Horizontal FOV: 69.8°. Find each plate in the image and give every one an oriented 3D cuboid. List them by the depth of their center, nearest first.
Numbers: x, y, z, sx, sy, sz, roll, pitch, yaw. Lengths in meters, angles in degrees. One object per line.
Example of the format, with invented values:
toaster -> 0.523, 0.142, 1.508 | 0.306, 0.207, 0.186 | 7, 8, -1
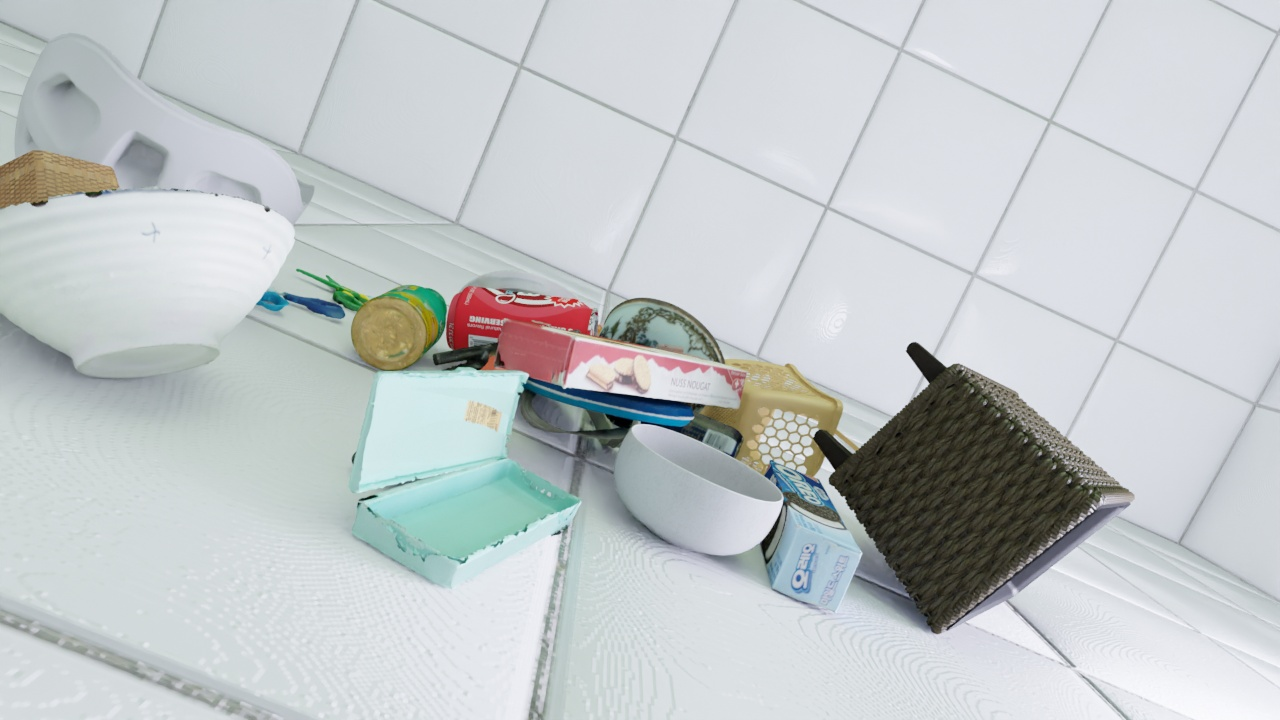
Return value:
plate -> -0.126, -0.034, 0.985 | 0.157, 0.157, 0.014 | 23, 47, -12

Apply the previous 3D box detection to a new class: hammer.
hammer -> -0.136, 0.026, 0.713 | 0.133, 0.033, 0.332 | -6, 11, 7

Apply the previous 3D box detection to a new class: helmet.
helmet -> -0.406, -0.175, 0.792 | 0.224, 0.184, 0.282 | 36, 15, -28

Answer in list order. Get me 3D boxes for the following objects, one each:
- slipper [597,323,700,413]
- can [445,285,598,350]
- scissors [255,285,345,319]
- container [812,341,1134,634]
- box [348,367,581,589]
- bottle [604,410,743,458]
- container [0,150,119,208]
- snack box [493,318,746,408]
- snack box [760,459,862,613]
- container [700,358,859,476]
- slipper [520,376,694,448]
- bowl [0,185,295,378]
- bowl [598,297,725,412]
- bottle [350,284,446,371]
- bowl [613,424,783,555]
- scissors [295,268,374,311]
slipper -> 0.008, 0.012, 1.227 | 0.197, 0.093, 0.081 | 25, 18, 9
can -> -0.117, -0.031, 0.918 | 0.142, 0.074, 0.074 | 7, 7, 4
scissors -> -0.348, -0.062, 0.895 | 0.129, 0.014, 0.127 | 14, 8, -39
container -> 0.327, 0.115, 0.904 | 0.205, 0.177, 0.320 | 52, 20, 26
box -> -0.093, 0.061, 0.553 | 0.078, 0.110, 0.187 | 8, 1, 15
bottle -> 0.027, 0.070, 0.964 | 0.161, 0.056, 0.056 | 23, 7, 8
container -> -0.366, -0.081, 0.556 | 0.114, 0.061, 0.063 | -13, -8, 25
snack box -> -0.005, 0.005, 0.774 | 0.077, 0.044, 0.272 | 16, 4, 34
snack box -> 0.138, 0.144, 0.796 | 0.059, 0.059, 0.226 | 20, 7, 1
container -> 0.169, 0.081, 1.067 | 0.167, 0.129, 0.183 | 15, 11, -13
slipper -> -0.062, 0.045, 0.873 | 0.118, 0.060, 0.295 | 14, -1, -30
bowl -> -0.285, -0.032, 0.526 | 0.177, 0.071, 0.177 | -13, -8, -2
bowl -> 0.006, 0.019, 1.042 | 0.160, 0.160, 0.093 | 26, 49, 13
bottle -> -0.225, -0.040, 0.898 | 0.068, 0.068, 0.209 | 23, 7, -7
bowl -> 0.039, 0.107, 0.711 | 0.132, 0.064, 0.131 | 24, 7, -4
scissors -> -0.328, -0.075, 1.045 | 0.121, 0.012, 0.128 | 19, 10, -42
